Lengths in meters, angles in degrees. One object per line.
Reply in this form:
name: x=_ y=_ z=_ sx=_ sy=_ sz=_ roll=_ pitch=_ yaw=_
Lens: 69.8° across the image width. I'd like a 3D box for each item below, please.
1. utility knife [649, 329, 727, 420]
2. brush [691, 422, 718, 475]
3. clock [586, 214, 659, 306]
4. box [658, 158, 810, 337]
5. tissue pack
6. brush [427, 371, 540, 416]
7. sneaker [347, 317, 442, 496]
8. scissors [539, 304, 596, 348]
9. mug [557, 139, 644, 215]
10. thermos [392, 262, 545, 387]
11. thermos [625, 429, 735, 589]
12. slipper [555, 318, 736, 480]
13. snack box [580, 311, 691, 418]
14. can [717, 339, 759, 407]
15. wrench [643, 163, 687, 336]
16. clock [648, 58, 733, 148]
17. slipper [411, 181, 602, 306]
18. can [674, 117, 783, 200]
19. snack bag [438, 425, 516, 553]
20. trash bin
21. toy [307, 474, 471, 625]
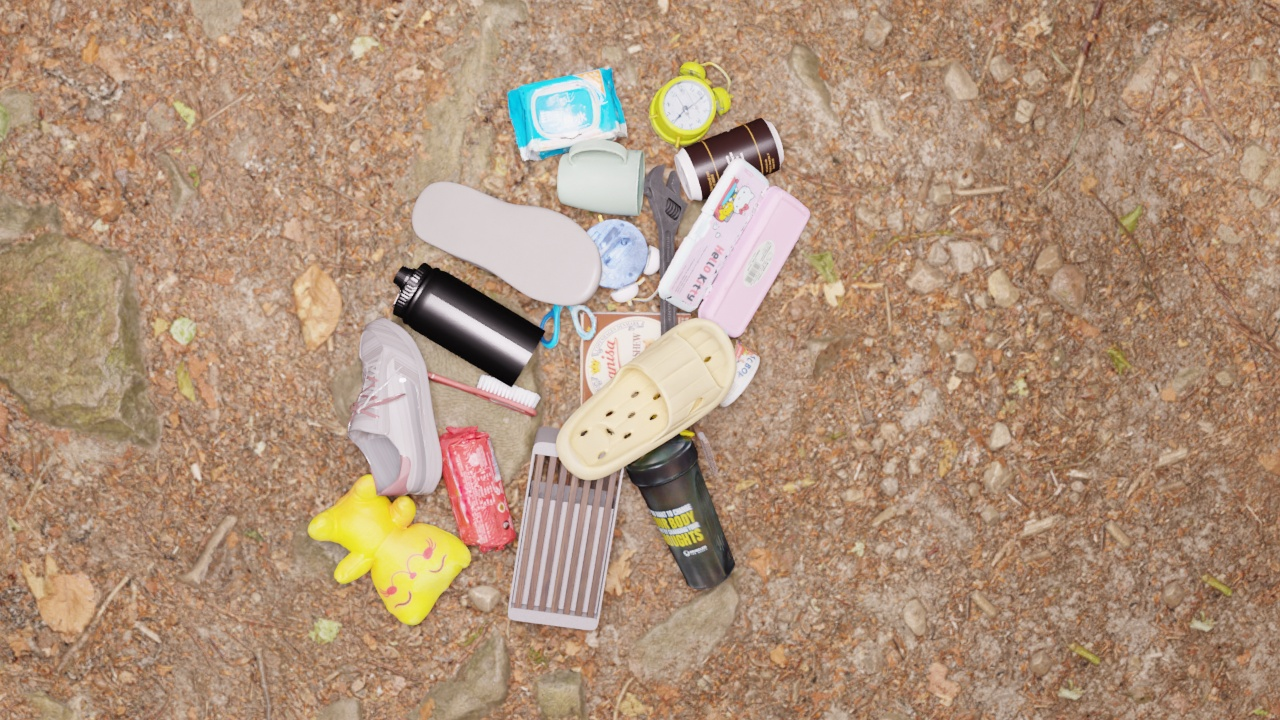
utility knife: x=0.057 y=0.019 z=1.196 sx=0.159 sy=0.017 sz=0.030 roll=-45 pitch=109 yaw=-2
brush: x=0.079 y=0.103 z=1.183 sx=0.008 sy=0.143 sz=0.045 roll=-19 pitch=105 yaw=-1
clock: x=-0.025 y=-0.128 z=1.198 sx=0.125 sy=0.052 sz=0.089 roll=42 pitch=91 yaw=-7
box: x=0.121 y=-0.141 z=1.179 sx=0.152 sy=0.037 sz=0.201 roll=27 pitch=95 yaw=-39
tissue pack: x=-0.094 y=-0.312 z=1.169 sx=0.144 sy=0.061 sz=0.093 roll=-14 pitch=97 yaw=-2
brush: x=-0.215 y=0.033 z=1.212 sx=0.172 sy=0.041 sz=0.030 roll=19 pitch=77 yaw=-3
sneaker: x=-0.324 y=0.062 z=1.152 sx=0.099 sy=0.089 sz=0.236 roll=-20 pitch=83 yaw=34
scissors: x=-0.109 y=-0.077 z=1.204 sx=0.118 sy=0.013 sz=0.140 roll=-34 pitch=73 yaw=34
mug: x=-0.051 y=-0.237 z=1.158 sx=0.104 sy=0.111 sz=0.084 roll=5 pitch=63 yaw=5
thermos: x=-0.229 y=-0.052 z=1.174 sx=0.198 sy=0.086 sz=0.086 roll=31 pitch=93 yaw=-6
thermos: x=0.055 y=0.191 z=1.212 sx=0.098 sy=0.098 sz=0.221 roll=-24 pitch=105 yaw=-1
slipper: x=0.014 y=0.048 z=1.108 sx=0.261 sy=0.079 sz=0.111 roll=-38 pitch=87 yaw=-9
snack box: x=-0.007 y=0.007 z=1.218 sx=0.147 sy=0.041 sz=0.143 roll=1 pitch=96 yaw=-4
can: x=0.115 y=0.017 z=1.205 sx=0.043 sy=0.086 sz=0.086 roll=36 pitch=92 yaw=-8
wrench: x=0.034 y=-0.119 z=1.182 sx=0.073 sy=0.018 sz=0.273 roll=5 pitch=82 yaw=-44
clock: x=0.065 y=-0.332 z=1.182 sx=0.083 sy=0.057 sz=0.119 roll=44 pitch=85 yaw=-7
slipper: x=-0.165 y=-0.147 z=1.182 sx=0.266 sy=0.080 sz=0.113 roll=21 pitch=86 yaw=11
can: x=0.115 y=-0.259 z=1.184 sx=0.128 sy=0.072 sz=0.072 roll=-21 pitch=97 yaw=-1
snack bag: x=-0.217 y=0.171 z=1.200 sx=0.082 sy=0.082 sz=0.176 roll=-15 pitch=96 yaw=-3
trash bin: x=-0.097 y=0.214 z=1.196 sx=0.114 sy=0.114 sz=0.229 roll=9 pitch=95 yaw=-5
toy: x=-0.332 y=0.245 z=1.200 sx=0.194 sy=0.087 sz=0.134 roll=42 pitch=74 yaw=-10
